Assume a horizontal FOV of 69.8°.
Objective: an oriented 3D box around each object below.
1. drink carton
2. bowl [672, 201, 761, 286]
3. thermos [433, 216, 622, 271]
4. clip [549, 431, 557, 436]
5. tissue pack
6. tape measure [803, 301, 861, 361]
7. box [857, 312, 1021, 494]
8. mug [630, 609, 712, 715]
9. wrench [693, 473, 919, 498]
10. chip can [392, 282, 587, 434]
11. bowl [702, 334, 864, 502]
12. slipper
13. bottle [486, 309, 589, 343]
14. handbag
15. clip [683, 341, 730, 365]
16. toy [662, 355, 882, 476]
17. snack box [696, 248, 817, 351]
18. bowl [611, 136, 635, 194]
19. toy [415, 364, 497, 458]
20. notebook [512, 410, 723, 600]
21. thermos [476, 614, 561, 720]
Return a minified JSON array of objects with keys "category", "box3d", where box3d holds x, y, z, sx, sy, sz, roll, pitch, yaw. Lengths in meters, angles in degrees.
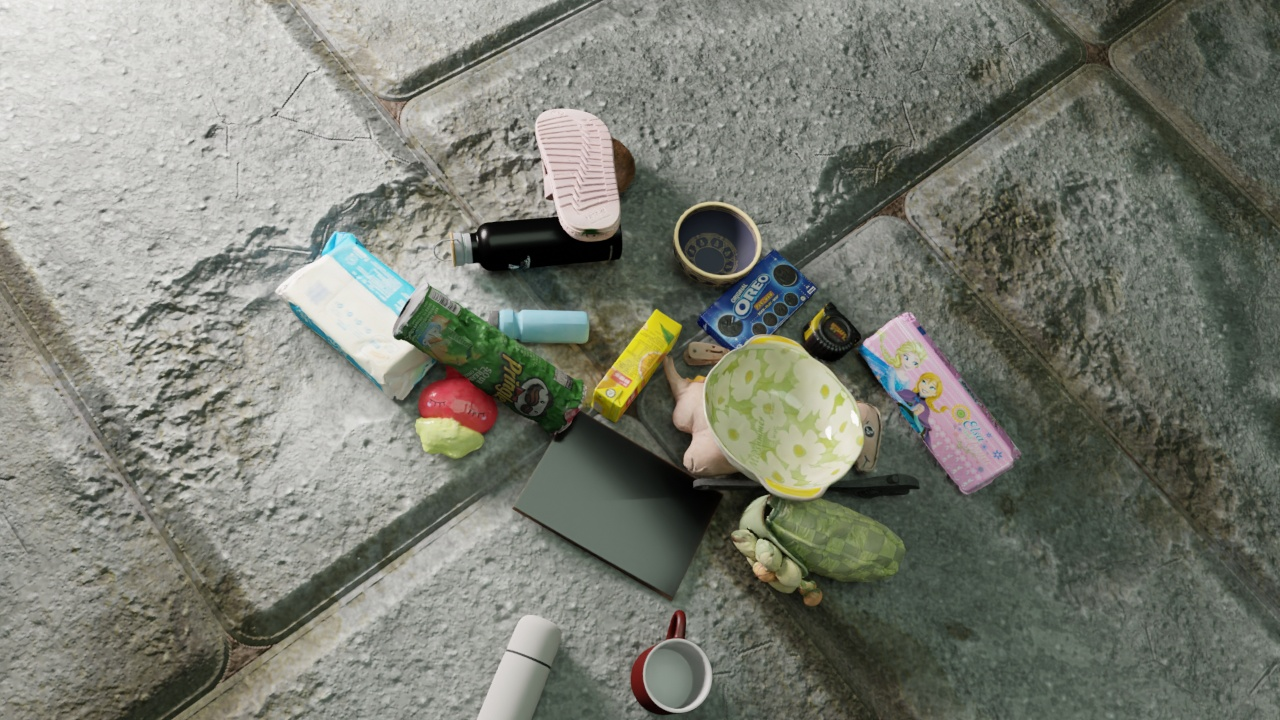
[{"category":"drink carton","box3d":[-0.007,0.007,1.113,0.043,0.059,0.134,34,67,7]},{"category":"bowl","box3d":[0.094,-0.141,1.188,0.112,0.061,0.112,3,66,-7]},{"category":"thermos","box3d":[-0.142,-0.147,1.149,0.231,0.061,0.061,-7,69,-13]},{"category":"clip","box3d":[-0.084,0.081,1.095,0.053,0.013,0.036,-18,73,-19]},{"category":"tissue pack","box3d":[-0.321,-0.056,1.080,0.209,0.066,0.116,40,68,8]},{"category":"tape measure","box3d":[0.245,-0.030,1.185,0.067,0.038,0.062,45,59,6]},{"category":"box","box3d":[0.389,0.046,1.169,0.096,0.085,0.230,-18,69,-50]},{"category":"mug","box3d":[0.033,0.321,0.978,0.073,0.083,0.105,11,67,-6]},{"category":"wrench","box3d":[0.198,0.148,1.088,0.273,0.073,0.018,1,68,-6]},{"category":"chip can","box3d":[-0.170,-0.001,1.037,0.223,0.076,0.075,34,64,-19]},{"category":"bowl","box3d":[0.153,0.074,1.038,0.188,0.060,0.218,8,52,-11]},{"category":"slipper","box3d":[-0.076,-0.228,1.161,0.094,0.065,0.239,-7,52,-10]},{"category":"bottle","box3d":[-0.129,-0.042,1.121,0.130,0.040,0.040,1,68,-10]},{"category":"handbag","box3d":[0.195,0.217,1.036,0.186,0.113,0.116,23,73,-1]},{"category":"clip","box3d":[0.085,-0.011,1.146,0.061,0.043,0.024,-1,70,-5]},{"category":"toy","box3d":[0.166,0.064,1.119,0.264,0.065,0.196,-11,74,-16]},{"category":"snack box","box3d":[0.152,-0.072,1.189,0.082,0.027,0.150,43,67,9]},{"category":"bowl","box3d":[-0.064,-0.251,1.225,0.114,0.026,0.102,-31,76,-19]},{"category":"toy","box3d":[-0.210,0.051,1.066,0.091,0.045,0.135,19,64,-6]},{"category":"notebook","box3d":[-0.023,0.164,1.065,0.209,0.008,0.141,30,66,-1]},{"category":"thermos","box3d":[-0.142,0.374,0.943,0.052,0.052,0.223,22,66,-1]}]
